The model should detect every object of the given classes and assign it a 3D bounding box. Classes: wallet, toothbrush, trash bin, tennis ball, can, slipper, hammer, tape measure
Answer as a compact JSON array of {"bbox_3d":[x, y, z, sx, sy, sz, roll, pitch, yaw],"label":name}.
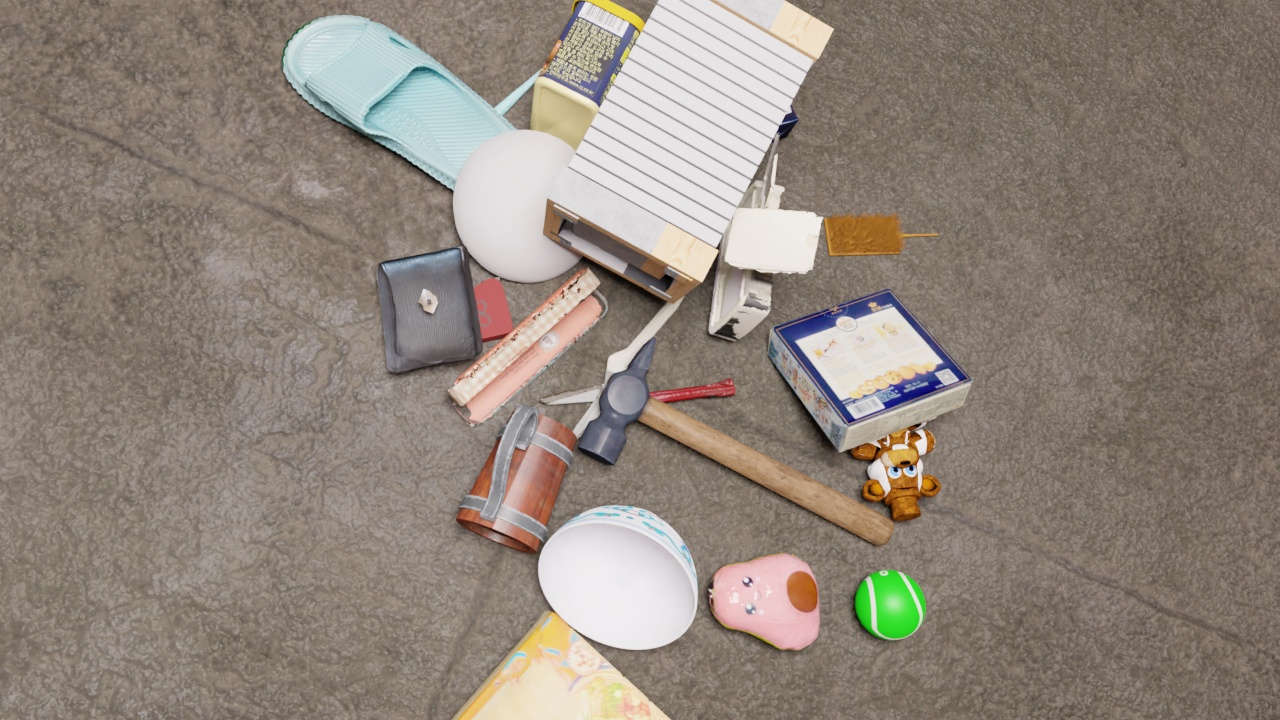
[{"bbox_3d":[-0.200,-0.048,0.875,0.089,0.026,0.115,-11,79,6],"label":"wallet"},{"bbox_3d":[-0.132,-0.279,0.962,0.016,0.017,0.180,41,74,3],"label":"toothbrush"},{"bbox_3d":[0.034,-0.199,0.823,0.142,0.142,0.246,28,83,-5],"label":"trash bin"},{"bbox_3d":[0.239,0.234,0.878,0.065,0.065,0.065,3,76,-10],"label":"tennis ball"},{"bbox_3d":[-0.056,-0.277,0.914,0.075,0.135,0.104,26,75,-4],"label":"can"},{"bbox_3d":[-0.229,-0.257,0.904,0.276,0.069,0.115,35,77,1],"label":"slipper"},{"bbox_3d":[0.108,0.099,0.896,0.321,0.040,0.129,28,76,-7],"label":"hammer"},{"bbox_3d":[-0.155,-0.048,0.898,0.051,0.019,0.059,-13,79,-10],"label":"tape measure"}]

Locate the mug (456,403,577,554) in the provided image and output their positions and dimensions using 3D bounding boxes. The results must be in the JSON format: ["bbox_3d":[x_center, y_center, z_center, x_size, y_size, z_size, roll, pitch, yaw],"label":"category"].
[{"bbox_3d":[-0.111,0.102,0.821,0.081,0.117,0.111,17,69,13],"label":"mug"}]

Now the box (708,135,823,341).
[{"bbox_3d":[0.101,-0.115,0.875,0.080,0.181,0.143,13,67,-13],"label":"box"}]

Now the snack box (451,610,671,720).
[{"bbox_3d":[-0.055,0.334,0.790,0.195,0.081,0.145,42,73,2],"label":"snack box"}]

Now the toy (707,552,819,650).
[{"bbox_3d":[0.116,0.227,0.864,0.110,0.051,0.090,2,75,-9],"label":"toy"}]

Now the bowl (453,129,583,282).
[{"bbox_3d":[-0.104,-0.150,0.892,0.149,0.043,0.149,-3,98,-22],"label":"bowl"}]

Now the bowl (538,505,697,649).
[{"bbox_3d":[-0.012,0.181,0.828,0.144,0.144,0.074,32,33,-2],"label":"bowl"}]

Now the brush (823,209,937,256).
[{"bbox_3d":[0.264,-0.138,1.000,0.126,0.017,0.048,-3,77,-11],"label":"brush"}]

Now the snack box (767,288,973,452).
[{"bbox_3d":[0.224,0.006,0.911,0.144,0.043,0.145,-18,50,-15],"label":"snack box"}]

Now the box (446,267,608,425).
[{"bbox_3d":[-0.105,-0.013,0.883,0.186,0.057,0.067,-44,119,-16],"label":"box"}]

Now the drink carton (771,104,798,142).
[{"bbox_3d":[0.099,-0.256,0.987,0.130,0.040,0.064,-22,82,-15],"label":"drink carton"}]

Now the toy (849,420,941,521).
[{"bbox_3d":[0.256,0.100,0.916,0.087,0.067,0.112,-5,64,-3],"label":"toy"}]

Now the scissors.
[{"bbox_3d":[0.003,0.010,0.916,0.198,0.015,0.179,11,76,-7],"label":"scissors"}]
